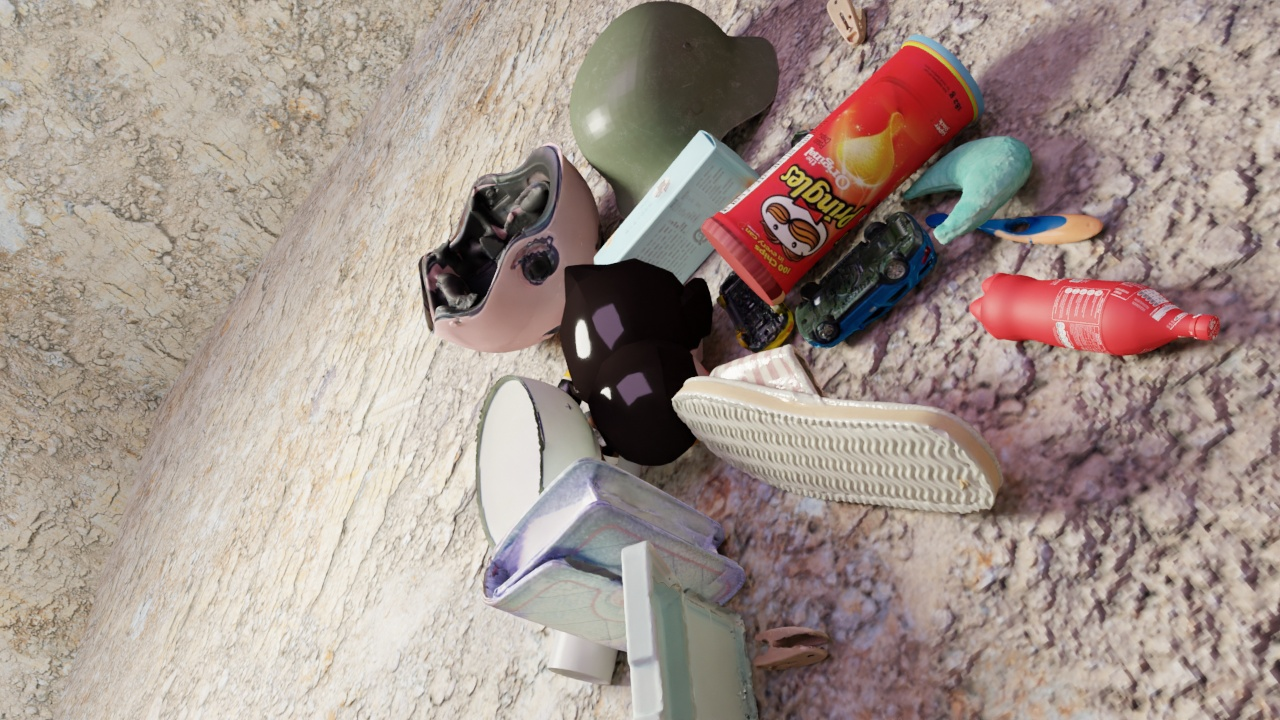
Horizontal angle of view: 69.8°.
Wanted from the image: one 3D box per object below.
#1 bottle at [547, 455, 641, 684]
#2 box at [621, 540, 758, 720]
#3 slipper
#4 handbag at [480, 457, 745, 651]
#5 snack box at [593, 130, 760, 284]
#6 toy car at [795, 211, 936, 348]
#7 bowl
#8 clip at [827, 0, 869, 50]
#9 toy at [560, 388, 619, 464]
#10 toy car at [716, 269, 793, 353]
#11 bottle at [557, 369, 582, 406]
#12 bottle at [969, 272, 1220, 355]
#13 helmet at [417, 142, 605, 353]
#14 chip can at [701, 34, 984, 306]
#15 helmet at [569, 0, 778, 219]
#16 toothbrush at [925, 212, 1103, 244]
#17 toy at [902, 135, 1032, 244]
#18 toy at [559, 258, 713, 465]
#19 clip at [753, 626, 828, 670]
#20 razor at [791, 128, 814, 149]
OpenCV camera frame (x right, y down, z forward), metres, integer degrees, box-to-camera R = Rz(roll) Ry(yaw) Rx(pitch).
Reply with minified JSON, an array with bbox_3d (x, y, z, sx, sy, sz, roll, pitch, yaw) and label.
[{"bbox_3d":[-0.028,0.165,0.767,0.053,0.052,0.194,-18,50,47],"label":"bottle"},{"bbox_3d":[0.032,0.220,0.555,0.044,0.136,0.196,-27,42,22],"label":"box"},{"bbox_3d":[0.122,0.042,0.613,0.052,0.115,0.263,-49,28,-22],"label":"slipper"},{"bbox_3d":[-0.017,0.155,0.660,0.127,0.158,0.069,-47,35,15],"label":"handbag"},{"bbox_3d":[0.037,-0.135,0.907,0.175,0.075,0.053,-49,33,17],"label":"snack box"},{"bbox_3d":[0.168,-0.055,0.685,0.120,0.043,0.056,-44,34,28],"label":"toy car"},{"bbox_3d":[-0.082,0.090,0.771,0.154,0.072,0.153,-13,75,60],"label":"bowl"},{"bbox_3d":[0.198,-0.324,0.878,0.026,0.061,0.049,-29,15,39],"label":"clip"},{"bbox_3d":[-0.073,0.076,0.860,0.112,0.067,0.087,37,96,33],"label":"toy"},{"bbox_3d":[0.098,-0.046,0.789,0.049,0.030,0.106,-47,35,21],"label":"toy car"},{"bbox_3d":[-0.089,0.075,0.922,0.059,0.059,0.181,2,65,55],"label":"bottle"},{"bbox_3d":[0.259,-0.026,0.533,0.142,0.042,0.042,15,76,58],"label":"bottle"},{"bbox_3d":[-0.135,-0.117,1.060,0.255,0.152,0.230,-55,29,3],"label":"helmet"},{"bbox_3d":[0.153,-0.144,0.704,0.213,0.087,0.087,-43,33,4],"label":"chip can"},{"bbox_3d":[0.011,-0.286,0.995,0.228,0.153,0.267,-18,50,47],"label":"helmet"},{"bbox_3d":[0.252,-0.091,0.627,0.135,0.017,0.021,16,81,55],"label":"toothbrush"},{"bbox_3d":[0.235,-0.126,0.651,0.085,0.033,0.105,-36,22,16],"label":"toy"},{"bbox_3d":[-0.005,0.005,0.783,0.159,0.140,0.183,-39,38,21],"label":"toy"},{"bbox_3d":[0.095,0.191,0.600,0.049,0.026,0.061,-62,30,-2],"label":"clip"},{"bbox_3d":[0.138,-0.134,0.774,0.053,0.063,0.140,-109,44,-87],"label":"razor"}]
